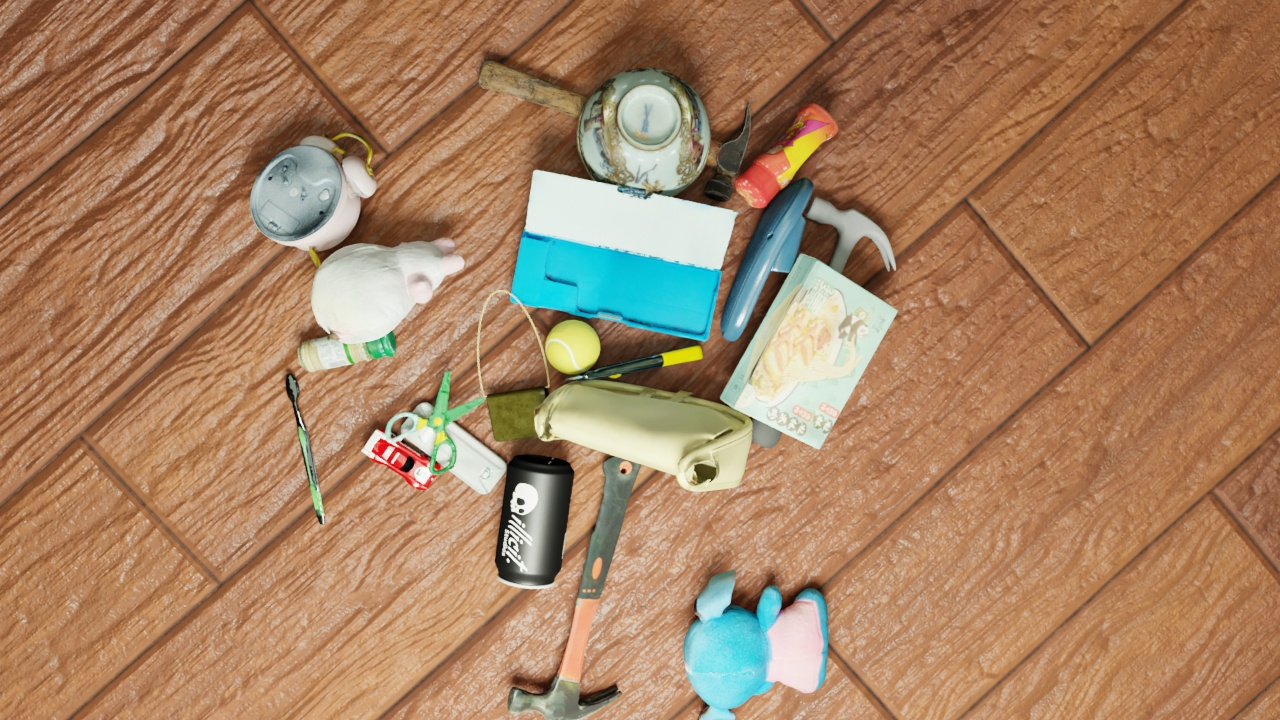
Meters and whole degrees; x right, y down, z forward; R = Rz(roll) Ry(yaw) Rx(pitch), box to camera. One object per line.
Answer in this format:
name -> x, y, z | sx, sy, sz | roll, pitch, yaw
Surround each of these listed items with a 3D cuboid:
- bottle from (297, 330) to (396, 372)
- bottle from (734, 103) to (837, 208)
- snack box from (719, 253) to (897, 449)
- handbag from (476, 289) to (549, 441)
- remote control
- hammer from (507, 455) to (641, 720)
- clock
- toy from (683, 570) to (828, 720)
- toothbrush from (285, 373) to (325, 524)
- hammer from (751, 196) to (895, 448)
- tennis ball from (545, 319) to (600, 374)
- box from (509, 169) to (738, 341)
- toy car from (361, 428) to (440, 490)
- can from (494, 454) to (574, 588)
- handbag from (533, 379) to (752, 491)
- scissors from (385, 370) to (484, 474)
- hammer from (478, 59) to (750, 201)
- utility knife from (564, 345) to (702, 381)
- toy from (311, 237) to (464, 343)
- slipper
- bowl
bottle -> -0.349, -0.014, 1.091 | 0.110, 0.042, 0.042 | -12, 93, -1
bottle -> 0.171, -0.242, 1.094 | 0.048, 0.071, 0.134 | 43, 88, -15
snack box -> 0.198, -0.008, 1.078 | 0.141, 0.044, 0.193 | 26, 95, -29
handbag -> -0.154, 0.005, 1.102 | 0.084, 0.027, 0.178 | -9, 99, 4
remote control -> -0.226, 0.107, 1.113 | 0.133, 0.022, 0.050 | 38, 90, -4
hammer -> -0.058, 0.274, 1.120 | 0.133, 0.033, 0.333 | 14, 88, -15
clock -> -0.371, -0.197, 1.057 | 0.117, 0.059, 0.158 | 31, 85, 20
toy -> 0.141, 0.364, 1.118 | 0.191, 0.099, 0.224 | -2, 100, -14
toothbrush -> -0.403, 0.107, 1.110 | 0.014, 0.017, 0.188 | -10, 96, 1
hammer -> 0.211, -0.037, 1.130 | 0.125, 0.029, 0.311 | 23, 92, -4
tennis ball -> -0.081, -0.016, 1.094 | 0.065, 0.065, 0.065 | 0, 93, -4
box -> -0.021, -0.126, 1.093 | 0.243, 0.059, 0.176 | 11, 113, -3
toy car -> -0.288, 0.120, 1.108 | 0.089, 0.025, 0.038 | 35, 90, -4
can -> -0.127, 0.190, 1.094 | 0.080, 0.080, 0.146 | 8, 92, -4
handbag -> 0.007, 0.080, 1.055 | 0.233, 0.190, 0.088 | 16, 97, 14
scissors -> -0.249, 0.072, 1.092 | 0.123, 0.011, 0.127 | 10, 91, -5
hammer -> -0.030, -0.300, 1.104 | 0.330, 0.033, 0.120 | 19, 87, -4
utility knife -> -0.007, 0.006, 1.096 | 0.174, 0.029, 0.020 | -11, 88, -19
toy -> -0.291, -0.092, 1.053 | 0.179, 0.139, 0.101 | -24, 129, -13
slipper -> 0.155, -0.117, 1.087 | 0.059, 0.104, 0.214 | 25, 95, -5
bowl -> 0.007, -0.264, 1.042 | 0.160, 0.094, 0.160 | 0, 89, -3
